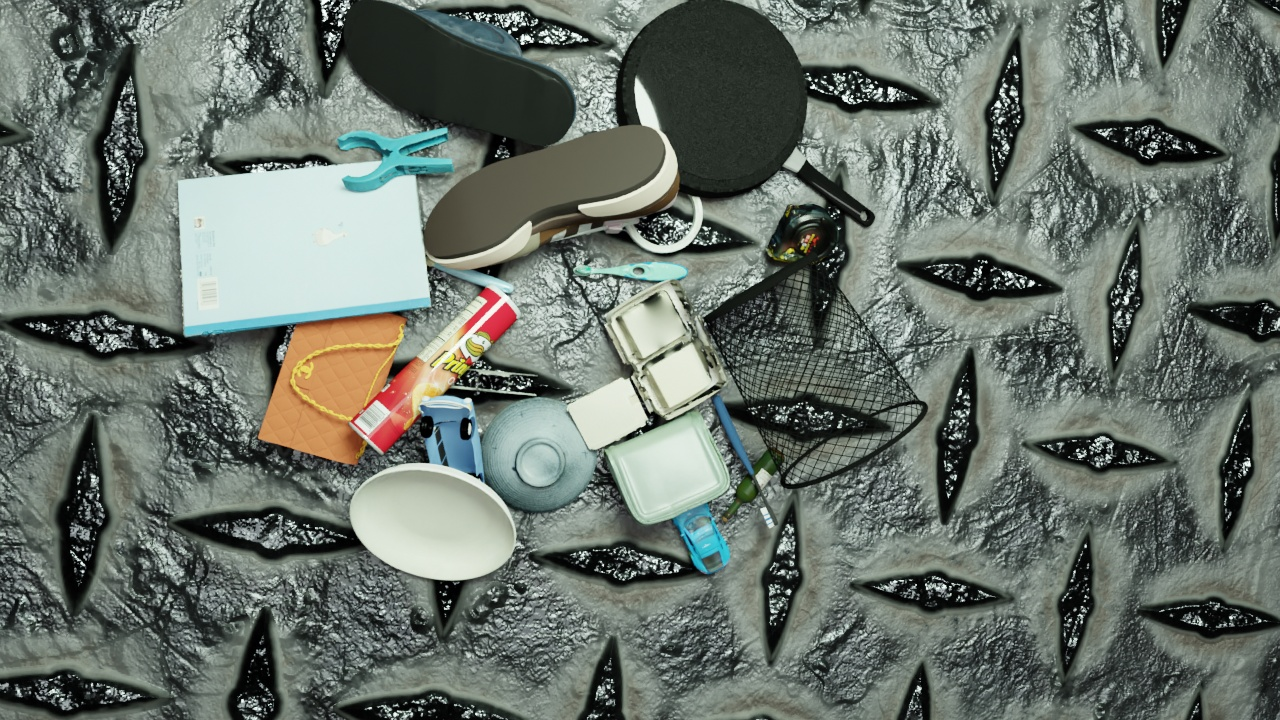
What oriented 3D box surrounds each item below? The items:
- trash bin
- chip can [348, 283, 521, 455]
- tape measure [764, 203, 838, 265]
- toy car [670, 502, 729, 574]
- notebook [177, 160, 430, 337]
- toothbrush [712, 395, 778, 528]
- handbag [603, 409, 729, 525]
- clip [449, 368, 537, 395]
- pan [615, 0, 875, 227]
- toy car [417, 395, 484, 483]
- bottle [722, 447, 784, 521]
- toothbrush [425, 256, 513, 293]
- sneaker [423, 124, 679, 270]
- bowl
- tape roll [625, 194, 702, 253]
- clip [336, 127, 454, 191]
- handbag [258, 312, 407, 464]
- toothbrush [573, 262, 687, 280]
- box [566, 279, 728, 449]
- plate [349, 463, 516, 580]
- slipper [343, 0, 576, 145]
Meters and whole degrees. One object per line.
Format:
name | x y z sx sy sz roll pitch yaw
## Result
trash bin | 0.185 0.005 1.028 0.184 0.184 0.210 -31 92 -5
chip can | -0.223 0.009 1.002 0.052 0.052 0.214 45 75 -9
tape measure | 0.193 -0.147 1.072 0.072 0.042 0.072 14 117 -14
toy car | 0.070 0.205 1.093 0.048 0.032 0.105 -25 96 -6
notebook | -0.362 -0.125 0.986 0.253 0.009 0.181 -7 75 -8
toothbrush | 0.123 0.118 1.084 0.014 0.014 0.167 -25 83 5
handbag | 0.032 0.127 1.061 0.121 0.067 0.106 -23 79 -7
clip | -0.165 0.015 1.035 0.102 0.060 0.052 5 75 -9
pan | 0.138 -0.265 1.064 0.356 0.034 0.225 34 84 -10
toy car | -0.203 0.094 1.004 0.056 0.054 0.154 3 129 4
bottle | 0.133 0.151 1.101 0.025 0.025 0.106 39 88 -9
toothbrush | -0.218 -0.103 1.035 0.155 0.016 0.022 17 123 -9
sneaker | -0.092 -0.163 1.015 0.294 0.116 0.111 -20 63 12
bowl | -0.115 0.112 1.045 0.137 0.057 0.137 -1 94 -8
tape roll | 0.026 -0.172 1.068 0.093 0.013 0.093 0 93 -9
clip | -0.269 -0.206 1.001 0.130 0.030 0.120 7 69 -4
handbag | -0.335 0.018 1.007 0.109 0.060 0.172 19 91 -13
toothbrush | -0.010 -0.104 1.065 0.135 0.017 0.022 0 91 -8
box | -0.007 0.006 1.054 0.184 0.044 0.143 -29 100 -13
plate | -0.225 0.172 1.010 0.182 0.034 0.183 3 129 4
slipper | -0.188 -0.319 1.000 0.265 0.083 0.109 20 129 3
